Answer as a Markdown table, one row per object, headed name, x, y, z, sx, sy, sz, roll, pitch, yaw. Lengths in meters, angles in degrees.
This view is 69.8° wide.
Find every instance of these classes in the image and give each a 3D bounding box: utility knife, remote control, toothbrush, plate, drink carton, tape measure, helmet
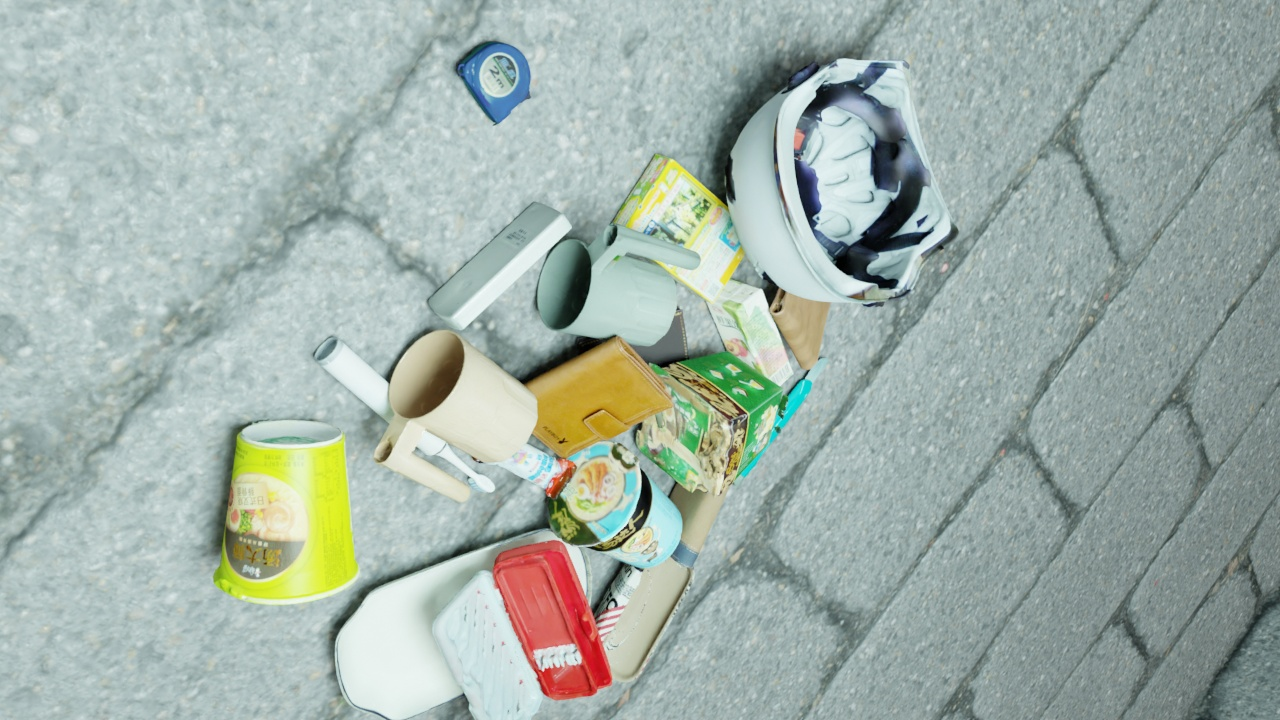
| name | x | y | z | sx | sy | sz | roll | pitch | yaw |
| --- | --- | --- | --- | --- | --- | --- | --- | --- | --- |
| utility knife | 0.162 | 0.069 | 1.068 | 0.185 | 0.013 | 0.029 | -52 | 132 | -3 |
| remote control | -0.121 | -0.081 | 0.785 | 0.135 | 0.056 | 0.019 | -45 | 128 | -11 |
| toothbrush | -0.199 | 0.057 | 0.810 | 0.221 | 0.026 | 0.026 | 50 | 43 | -38 |
| plate | -0.171 | 0.252 | 0.908 | 0.265 | 0.034 | 0.162 | -17 | 118 | -27 |
| drink carton | 0.118 | -0.026 | 0.972 | 0.045 | 0.053 | 0.122 | -40 | 127 | -19 |
| tape measure | -0.117 | -0.229 | 0.744 | 0.054 | 0.025 | 0.058 | -46 | 132 | -12 |
| helmet | 0.170 | -0.160 | 0.878 | 0.257 | 0.146 | 0.229 | -35 | 107 | -35 |

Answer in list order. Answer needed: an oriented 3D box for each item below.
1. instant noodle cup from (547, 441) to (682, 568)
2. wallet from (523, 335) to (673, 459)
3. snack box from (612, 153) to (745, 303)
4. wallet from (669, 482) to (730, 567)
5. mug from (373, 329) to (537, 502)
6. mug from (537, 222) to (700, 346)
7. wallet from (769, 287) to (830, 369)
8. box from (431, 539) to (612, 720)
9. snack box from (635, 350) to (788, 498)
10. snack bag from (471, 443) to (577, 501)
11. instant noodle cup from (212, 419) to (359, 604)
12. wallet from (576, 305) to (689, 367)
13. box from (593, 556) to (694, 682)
| name | x | y | z | sx | sy | sz | roll | pitch | yaw |
| --- | --- | --- | --- | --- | --- | --- | --- | --- | --- |
| instant noodle cup | -0.017 | 0.155 | 0.931 | 0.111 | 0.111 | 0.120 | -52 | 136 | -5 |
| wallet | -0.045 | 0.040 | 0.870 | 0.131 | 0.035 | 0.119 | -28 | 131 | 17 |
| snack box | 0.044 | -0.125 | 0.893 | 0.140 | 0.034 | 0.087 | 32 | 90 | -40 |
| wallet | 0.057 | 0.155 | 0.988 | 0.033 | 0.090 | 0.115 | 22 | 95 | -20 |
| mug | -0.158 | 0.051 | 0.786 | 0.103 | 0.084 | 0.124 | 41 | 69 | -47 |
| mug | -0.017 | -0.069 | 0.828 | 0.103 | 0.083 | 0.124 | 12 | 141 | -39 |
| wallet | 0.177 | -0.064 | 0.986 | 0.101 | 0.020 | 0.115 | 54 | 49 | -43 |
| box | -0.114 | 0.278 | 0.899 | 0.157 | 0.069 | 0.201 | -27 | 123 | -18 |
| snack box | 0.074 | 0.056 | 0.929 | 0.105 | 0.117 | 0.118 | -26 | 140 | -37 |
| snack bag | -0.110 | 0.097 | 0.884 | 0.105 | 0.026 | 0.045 | 32 | 100 | -30 |
| instant noodle cup | -0.282 | 0.115 | 0.735 | 0.111 | 0.112 | 0.123 | -2 | 102 | -34 |
| wallet | -0.005 | 0.005 | 0.924 | 0.122 | 0.020 | 0.096 | -19 | 117 | -26 |
| box | -0.003 | 0.279 | 1.006 | 0.086 | 0.075 | 0.162 | 27 | 92 | -8 |
